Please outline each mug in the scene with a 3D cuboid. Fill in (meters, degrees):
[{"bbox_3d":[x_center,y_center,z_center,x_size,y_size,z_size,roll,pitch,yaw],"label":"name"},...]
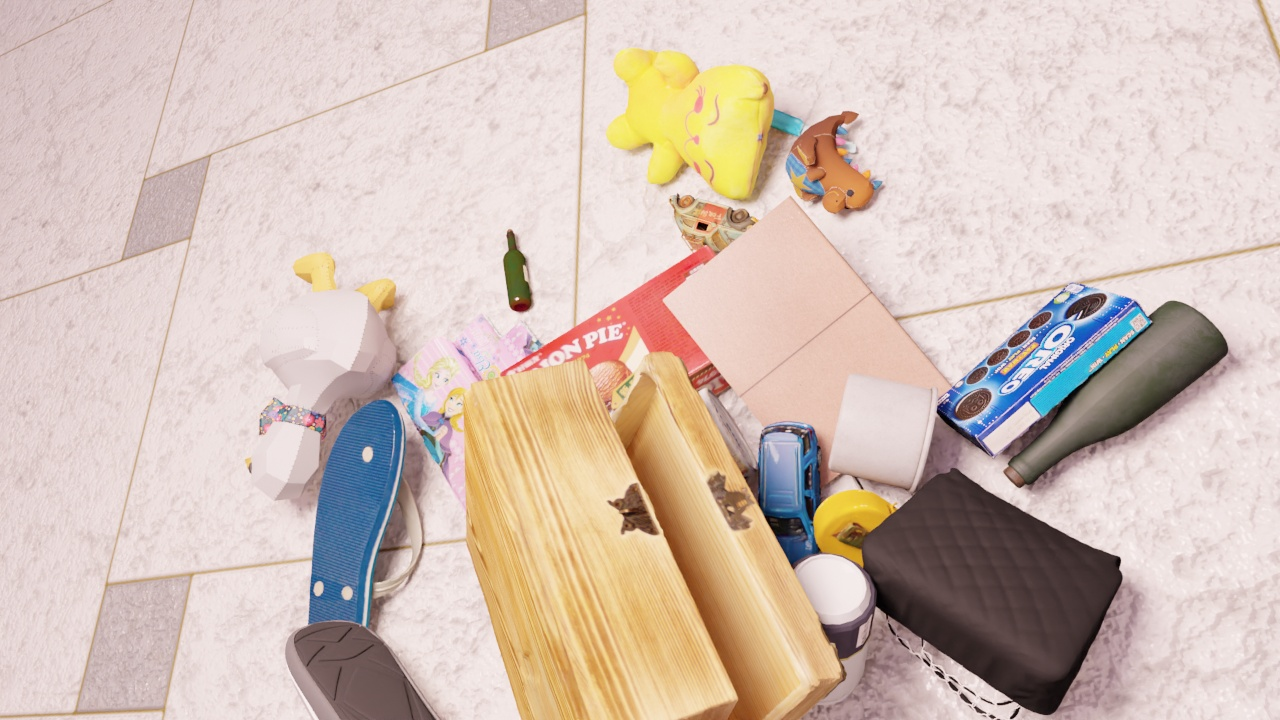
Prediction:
[{"bbox_3d":[0.187,0.069,0.720,0.070,0.084,0.113,12,108,13],"label":"mug"}]

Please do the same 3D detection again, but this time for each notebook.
[{"bbox_3d":[0.138,-0.015,0.776,0.141,0.008,0.209,-39,81,7],"label":"notebook"}]

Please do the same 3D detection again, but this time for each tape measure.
[{"bbox_3d":[0.165,0.129,0.707,0.068,0.059,0.030,-52,22,26],"label":"tape measure"}]

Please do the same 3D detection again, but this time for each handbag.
[{"bbox_3d":[0.251,0.165,0.658,0.124,0.115,0.154,-41,48,-24],"label":"handbag"}]

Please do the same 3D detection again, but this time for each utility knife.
[{"bbox_3d":[0.147,-0.237,0.926,0.169,0.015,0.022,35,97,35],"label":"utility knife"}]

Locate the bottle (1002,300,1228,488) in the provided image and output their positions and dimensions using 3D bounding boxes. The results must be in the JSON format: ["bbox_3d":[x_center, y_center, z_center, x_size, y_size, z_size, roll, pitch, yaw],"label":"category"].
[{"bbox_3d":[0.340,0.032,0.675,0.174,0.055,0.055,-42,55,7],"label":"bottle"}]

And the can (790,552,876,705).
[{"bbox_3d":[0.133,0.200,0.668,0.064,0.127,0.064,-3,42,3],"label":"can"}]

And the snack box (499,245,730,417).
[{"bbox_3d":[-0.005,0.005,0.854,0.236,0.060,0.113,-32,58,5],"label":"snack box"}]

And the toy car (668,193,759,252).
[{"bbox_3d":[0.069,-0.127,0.897,0.112,0.047,0.047,21,78,35],"label":"toy car"}]

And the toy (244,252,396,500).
[{"bbox_3d":[-0.345,0.016,0.992,0.247,0.140,0.267,-26,49,50],"label":"toy"}]

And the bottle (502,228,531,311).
[{"bbox_3d":[-0.138,-0.102,1.008,0.025,0.025,0.106,-22,59,17],"label":"bottle"}]

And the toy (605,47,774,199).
[{"bbox_3d":[0.054,-0.244,0.936,0.194,0.087,0.135,29,125,39],"label":"toy"}]

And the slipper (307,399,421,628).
[{"bbox_3d":[-0.281,0.187,0.934,0.118,0.060,0.294,3,82,35],"label":"slipper"}]

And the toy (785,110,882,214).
[{"bbox_3d":[0.190,-0.188,0.863,0.090,0.071,0.103,40,76,18],"label":"toy"}]

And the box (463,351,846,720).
[{"bbox_3d":[-0.018,0.180,0.693,0.175,0.248,0.279,-13,53,-22],"label":"box"}]

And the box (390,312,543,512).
[{"bbox_3d":[-0.153,0.046,0.945,0.159,0.035,0.230,-43,56,4],"label":"box"}]

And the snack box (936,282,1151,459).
[{"bbox_3d":[0.300,0.005,0.697,0.150,0.027,0.082,-44,13,5],"label":"snack box"}]

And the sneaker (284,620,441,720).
[{"bbox_3d":[-0.245,0.358,0.808,0.257,0.092,0.161,33,113,37],"label":"sneaker"}]

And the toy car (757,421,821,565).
[{"bbox_3d":[0.118,0.110,0.747,0.056,0.043,0.120,-1,90,24],"label":"toy car"}]

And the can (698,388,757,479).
[{"bbox_3d":[0.061,0.069,0.787,0.043,0.086,0.086,-32,56,9],"label":"can"}]
